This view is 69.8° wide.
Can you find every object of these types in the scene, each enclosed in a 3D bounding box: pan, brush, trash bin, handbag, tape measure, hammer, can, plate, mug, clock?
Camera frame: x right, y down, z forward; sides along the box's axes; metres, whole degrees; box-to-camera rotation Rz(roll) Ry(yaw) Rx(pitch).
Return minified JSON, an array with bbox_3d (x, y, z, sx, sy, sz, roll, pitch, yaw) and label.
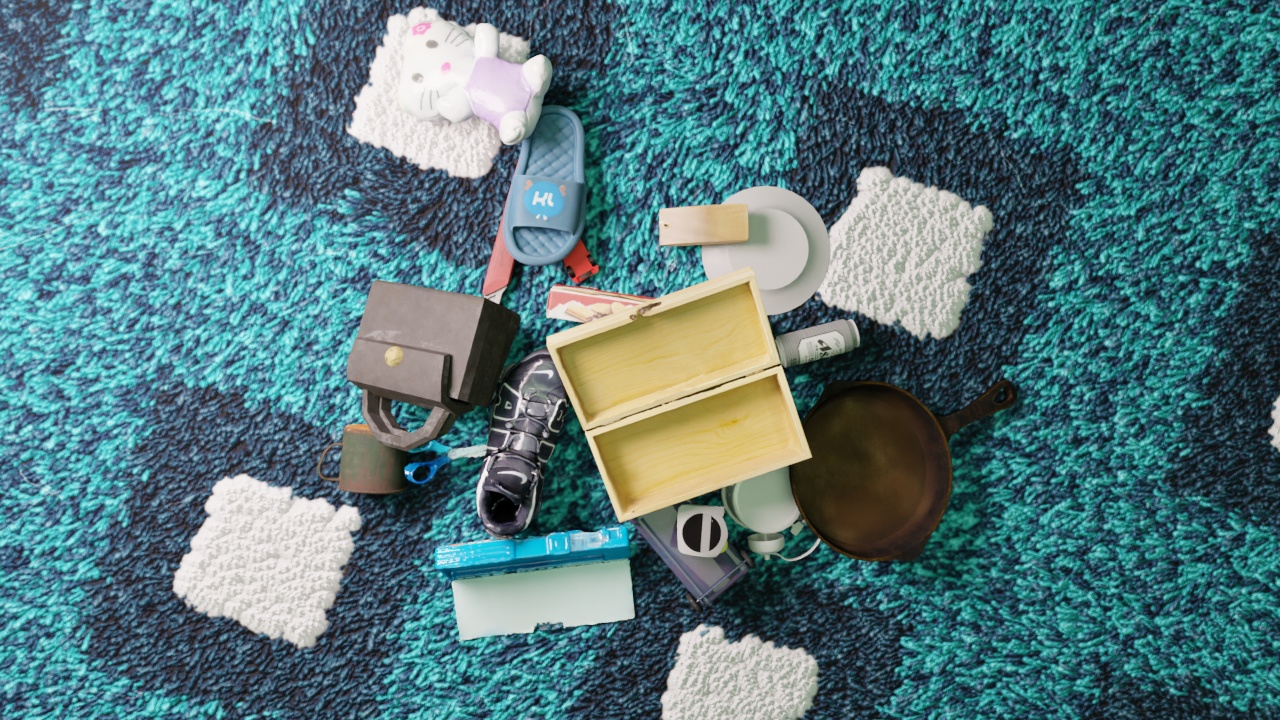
[{"bbox_3d":[0.346,0.114,1.203,0.355,0.043,0.248,-26,91,-16],"label":"pan"},{"bbox_3d":[0.084,-0.176,1.200,0.117,0.039,0.049,-2,87,14],"label":"brush"},{"bbox_3d":[0.059,0.228,1.188,0.094,0.092,0.161,-40,91,-1],"label":"trash bin"},{"bbox_3d":[-0.276,0.010,1.125,0.198,0.102,0.199,10,82,29],"label":"handbag"},{"bbox_3d":[0.077,0.209,1.137,0.064,0.017,0.065,3,87,2],"label":"tape measure"},{"bbox_3d":[-0.185,-0.125,1.208,0.126,0.036,0.315,14,90,1],"label":"hammer"},{"bbox_3d":[0.232,-0.023,1.215,0.106,0.044,0.044,-14,91,-2],"label":"can"},{"bbox_3d":[0.169,-0.148,1.223,0.173,0.019,0.173,0,91,-2],"label":"plate"},{"bbox_3d":[-0.354,0.124,1.174,0.111,0.085,0.081,5,89,-26],"label":"mug"},{"bbox_3d":[0.174,0.191,1.211,0.120,0.061,0.159,-38,96,-4],"label":"clock"}]

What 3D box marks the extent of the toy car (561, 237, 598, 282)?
[{"bbox_3d":[-0.092,-0.149,1.213,0.038,0.025,0.089,-30,93,-4],"label":"toy car"}]

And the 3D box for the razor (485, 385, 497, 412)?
[{"bbox_3d":[-0.185,-0.007,1.164,0.018,0.044,0.140,4,74,-11],"label":"razor"}]

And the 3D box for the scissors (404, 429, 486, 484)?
[{"bbox_3d":[-0.244,0.127,1.197,0.134,0.016,0.073,2,84,-30],"label":"scissors"}]

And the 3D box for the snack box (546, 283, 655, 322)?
[{"bbox_3d":[0.018,-0.061,1.192,0.273,0.076,0.044,8,101,-1],"label":"snack box"}]

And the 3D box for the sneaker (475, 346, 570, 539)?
[{"bbox_3d":[-0.151,0.112,1.134,0.097,0.150,0.253,14,103,-4],"label":"sneaker"}]

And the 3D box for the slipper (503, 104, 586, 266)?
[{"bbox_3d":[-0.114,-0.224,1.170,0.103,0.059,0.213,10,84,-12],"label":"slipper"}]

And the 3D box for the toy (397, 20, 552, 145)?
[{"bbox_3d":[-0.211,-0.354,1.160,0.209,0.085,0.137,23,94,18],"label":"toy"}]

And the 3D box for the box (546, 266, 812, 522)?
[{"bbox_3d":[0.049,0.044,1.085,0.247,0.076,0.257,-19,116,3],"label":"box"}]

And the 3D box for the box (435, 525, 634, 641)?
[{"bbox_3d":[-0.133,0.278,1.207,0.243,0.075,0.167,-6,126,-2],"label":"box"}]
